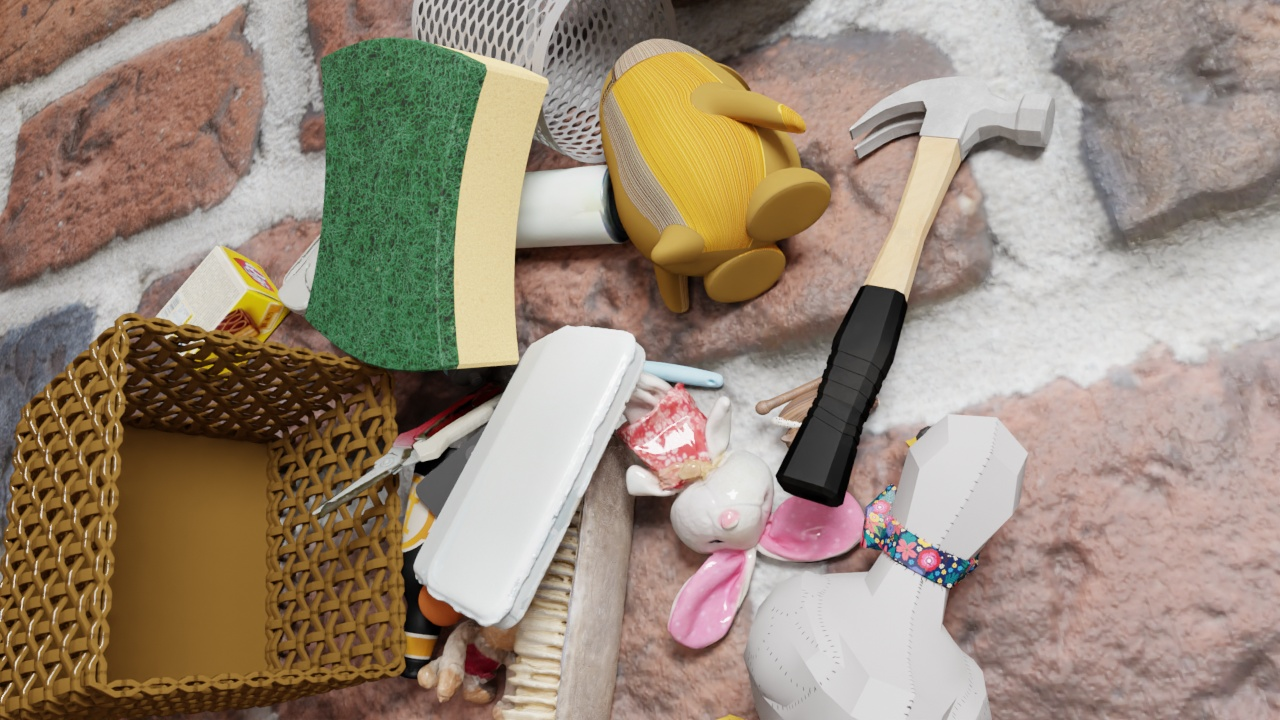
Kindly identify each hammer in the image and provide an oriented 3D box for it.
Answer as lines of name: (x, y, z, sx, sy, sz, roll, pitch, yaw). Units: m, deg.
hammer: (0.171, -0.057, 0.625, 0.131, 0.039, 0.327, 14, 69, 31)

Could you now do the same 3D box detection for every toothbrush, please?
toothbrush: (-0.004, 0.004, 0.741, 0.155, 0.016, 0.022, 10, 109, 27)

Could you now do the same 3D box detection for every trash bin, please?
trash bin: (-0.088, -0.275, 0.791, 0.183, 0.156, 0.156, 31, 89, 33)

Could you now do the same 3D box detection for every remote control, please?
remote control: (-0.112, 0.071, 0.738, 0.146, 0.008, 0.045, -41, 87, -15)

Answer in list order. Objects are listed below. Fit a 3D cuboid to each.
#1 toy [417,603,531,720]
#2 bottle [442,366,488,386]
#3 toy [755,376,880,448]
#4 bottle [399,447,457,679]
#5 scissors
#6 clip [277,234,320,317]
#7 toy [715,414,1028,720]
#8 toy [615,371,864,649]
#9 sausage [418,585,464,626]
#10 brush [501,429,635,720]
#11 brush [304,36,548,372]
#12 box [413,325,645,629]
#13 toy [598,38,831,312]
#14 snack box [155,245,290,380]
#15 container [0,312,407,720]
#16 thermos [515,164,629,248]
toy: (-0.108, 0.223, 0.701, 0.105, 0.085, 0.074, -57, 20, -24)
bottle: (-0.175, -0.027, 0.819, 0.040, 0.040, 0.130, -42, 61, 9)
toy: (0.135, 0.031, 0.649, 0.102, 0.041, 0.054, -25, 79, 10)
bottle: (-0.167, 0.163, 0.745, 0.059, 0.059, 0.181, 1, 75, 26)
scissors: (-0.177, 0.065, 0.736, 0.187, 0.015, 0.146, -17, 28, -11)
clip: (-0.291, -0.086, 0.888, 0.125, 0.074, 0.144, -49, 50, 8)
toy: (0.142, 0.158, 0.530, 0.141, 0.246, 0.268, 27, 106, 9)
toy: (0.047, 0.086, 0.646, 0.159, 0.084, 0.194, -34, 86, 8)
sausage: (-0.109, 0.134, 0.712, 0.039, 0.044, 0.164, 37, 74, 14)
brush: (-0.048, 0.183, 0.667, 0.057, 0.083, 0.271, 0, 75, 25)
brush: (-0.178, -0.121, 0.734, 0.195, 0.075, 0.250, 17, 104, 39)
box: (-0.090, 0.070, 0.642, 0.193, 0.061, 0.209, 7, 66, 57)
toy: (0.044, -0.159, 0.707, 0.203, 0.162, 0.199, 65, 145, 29)
snack box: (-0.426, -0.048, 0.937, 0.106, 0.061, 0.083, -48, 60, 6)
container: (-0.343, 0.137, 0.719, 0.215, 0.219, 0.251, -25, 64, 37)
thermos: (-0.117, -0.131, 0.810, 0.230, 0.068, 0.067, 2, 75, 27)
